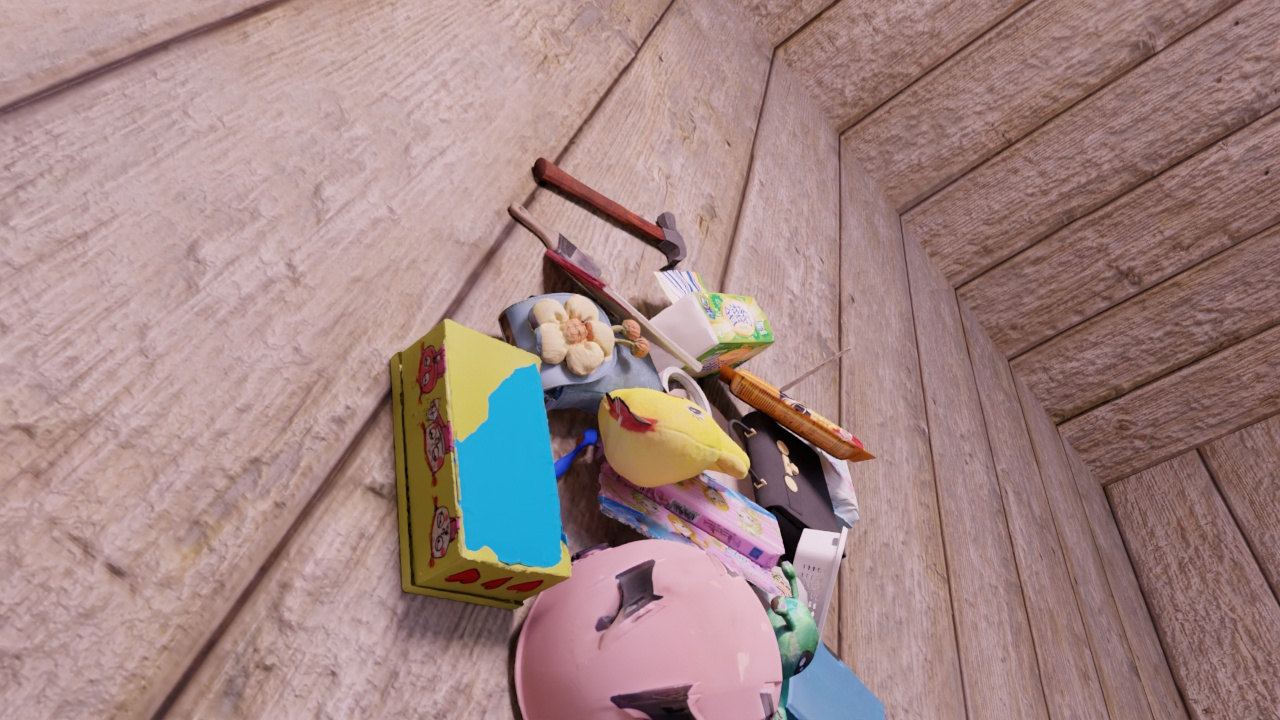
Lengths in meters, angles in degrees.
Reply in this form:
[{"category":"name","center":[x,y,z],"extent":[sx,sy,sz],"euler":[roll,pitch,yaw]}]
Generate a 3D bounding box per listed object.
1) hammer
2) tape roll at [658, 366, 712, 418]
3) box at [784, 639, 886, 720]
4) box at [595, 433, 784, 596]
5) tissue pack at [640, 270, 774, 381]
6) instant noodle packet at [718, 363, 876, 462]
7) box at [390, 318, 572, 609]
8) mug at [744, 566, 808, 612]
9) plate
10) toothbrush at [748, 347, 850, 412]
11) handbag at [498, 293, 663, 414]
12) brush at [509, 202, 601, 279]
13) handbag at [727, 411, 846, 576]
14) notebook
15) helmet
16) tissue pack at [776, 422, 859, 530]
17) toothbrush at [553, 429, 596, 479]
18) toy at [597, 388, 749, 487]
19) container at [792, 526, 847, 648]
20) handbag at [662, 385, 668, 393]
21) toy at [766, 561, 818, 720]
[{"category":"hammer","center":[-0.035,-0.209,1.283],"extent":[0.300,0.028,0.111],"euler":[22,43,-47]},{"category":"tape roll","center":[0.053,0.051,1.110],"extent":[0.093,0.013,0.092],"euler":[38,34,-32]},{"category":"box","center":[0.234,0.405,1.080],"extent":[0.231,0.034,0.174],"euler":[46,29,-18]},{"category":"box","center":[0.054,0.159,0.954],"extent":[0.230,0.035,0.159],"euler":[32,20,-13]},{"category":"tissue pack","center":[0.077,-0.059,1.225],"extent":[0.141,0.120,0.197],"euler":[63,22,14]},{"category":"instant noodle packet","center":[0.199,0.073,1.209],"extent":[0.221,0.032,0.160],"euler":[32,-6,7]},{"category":"box","center":[-0.137,0.088,0.771],"extent":[0.124,0.081,0.220],"euler":[22,46,-45]},{"category":"mug","center":[0.140,0.287,1.005],"extent":[0.089,0.074,0.105],"euler":[-8,68,-60]},{"category":"plate","center":[0.078,0.123,1.122],"extent":[0.188,0.027,0.188],"euler":[38,33,-32]},{"category":"toothbrush","center":[0.220,0.031,1.278],"extent":[0.010,0.182,0.010],"euler":[34,39,-28]},{"category":"handbag","center":[-0.051,-0.006,0.954],"extent":[0.191,0.119,0.121],"euler":[12,50,-48]},{"category":"brush","center":[-0.103,-0.144,1.125],"extent":[0.151,0.012,0.038],"euler":[40,33,-29]},{"category":"handbag","center":[0.163,0.142,1.150],"extent":[0.196,0.072,0.175],"euler":[47,23,-32]},{"category":"notebook","center":[-0.025,-0.061,1.047],"extent":[0.153,0.012,0.209],"euler":[40,-2,-28]},{"category":"helmet","center":[0.023,0.259,0.782],"extent":[0.255,0.153,0.229],"euler":[13,54,-45]},{"category":"tissue pack","center":[0.253,0.149,1.329],"extent":[0.112,0.070,0.181],"euler":[35,34,-34]},{"category":"toothbrush","center":[-0.085,0.109,0.897],"extent":[0.016,0.018,0.182],"euler":[55,31,-5]},{"category":"toy","center":[0.034,0.080,0.918],"extent":[0.134,0.092,0.207],"euler":[25,9,41]},{"category":"container","center":[0.199,0.257,1.065],"extent":[0.049,0.129,0.080],"euler":[14,15,14]},{"category":"handbag","center":[-0.006,0.006,1.075],"extent":[0.119,0.029,0.055],"euler":[48,27,17]},{"category":"toy","center":[0.130,0.300,0.902],"extent":[0.072,0.193,0.130],"euler":[14,19,10]}]
